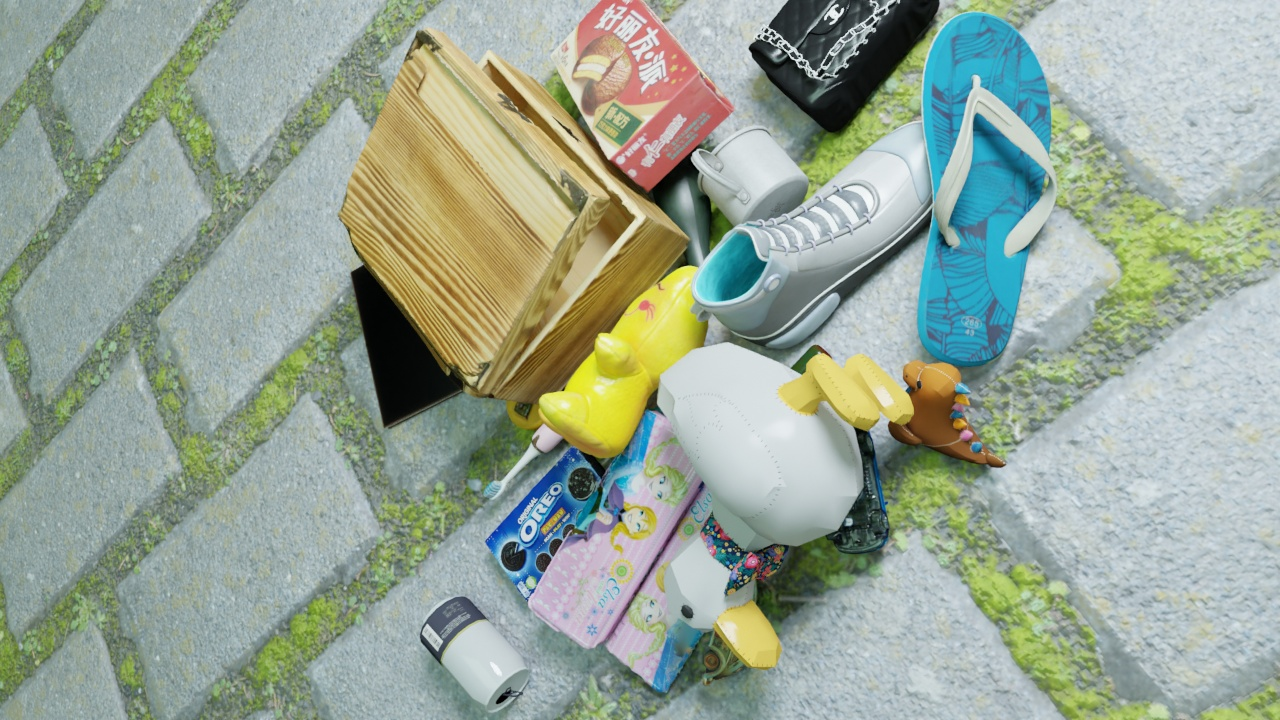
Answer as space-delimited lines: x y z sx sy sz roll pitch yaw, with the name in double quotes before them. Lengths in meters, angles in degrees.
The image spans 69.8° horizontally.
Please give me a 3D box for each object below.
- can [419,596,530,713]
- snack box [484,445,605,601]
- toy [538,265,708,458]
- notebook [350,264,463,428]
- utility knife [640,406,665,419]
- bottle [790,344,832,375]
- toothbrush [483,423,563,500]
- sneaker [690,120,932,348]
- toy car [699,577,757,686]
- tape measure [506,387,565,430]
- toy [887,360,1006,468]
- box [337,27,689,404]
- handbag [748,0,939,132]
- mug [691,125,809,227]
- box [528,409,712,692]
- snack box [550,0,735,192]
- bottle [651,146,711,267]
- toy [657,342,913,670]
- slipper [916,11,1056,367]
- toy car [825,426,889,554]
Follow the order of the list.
"can" -0.167 0.304 0.942 0.127 0.064 0.064 38 100 28
"snack box" -0.088 0.166 0.942 0.150 0.027 0.082 -48 65 12
"toy" -0.005 0.005 0.840 0.087 0.135 0.193 42 72 4
"notebook" -0.271 -0.042 1.086 0.142 0.008 0.209 -25 71 23
"utility knife" 0.006 0.055 0.919 0.169 0.015 0.022 -17 43 24
"bottle" 0.134 0.030 0.846 0.106 0.025 0.025 -48 64 13
"toothbrush" -0.083 0.067 0.946 0.223 0.026 0.027 -45 46 9
"sneaker" 0.154 -0.119 0.784 0.257 0.160 0.093 -45 65 16
"toy car" 0.090 0.243 0.823 0.047 0.047 0.112 17 94 20
"tape measure" -0.115 0.045 0.976 0.068 0.030 0.059 25 92 30
"toy" 0.255 0.045 0.743 0.103 0.090 0.070 37 68 27
"box" -0.148 -0.130 0.896 0.248 0.175 0.279 -49 65 17
"handbag" 0.171 -0.310 0.832 0.125 0.114 0.154 46 108 28
"mug" 0.097 -0.165 0.850 0.070 0.113 0.084 54 125 22
"box" 0.013 0.182 0.868 0.159 0.035 0.230 32 96 16
"snack box" -0.006 -0.276 0.907 0.113 0.060 0.236 -41 43 16
"bottle" 0.046 -0.144 0.906 0.055 0.055 0.174 -21 74 24
"toy" 0.091 0.099 0.749 0.268 0.140 0.246 -48 64 27
"slipper" 0.286 -0.141 0.747 0.118 0.060 0.295 6 89 -12
"toy car" 0.185 0.107 0.795 0.056 0.043 0.120 -14 72 26
